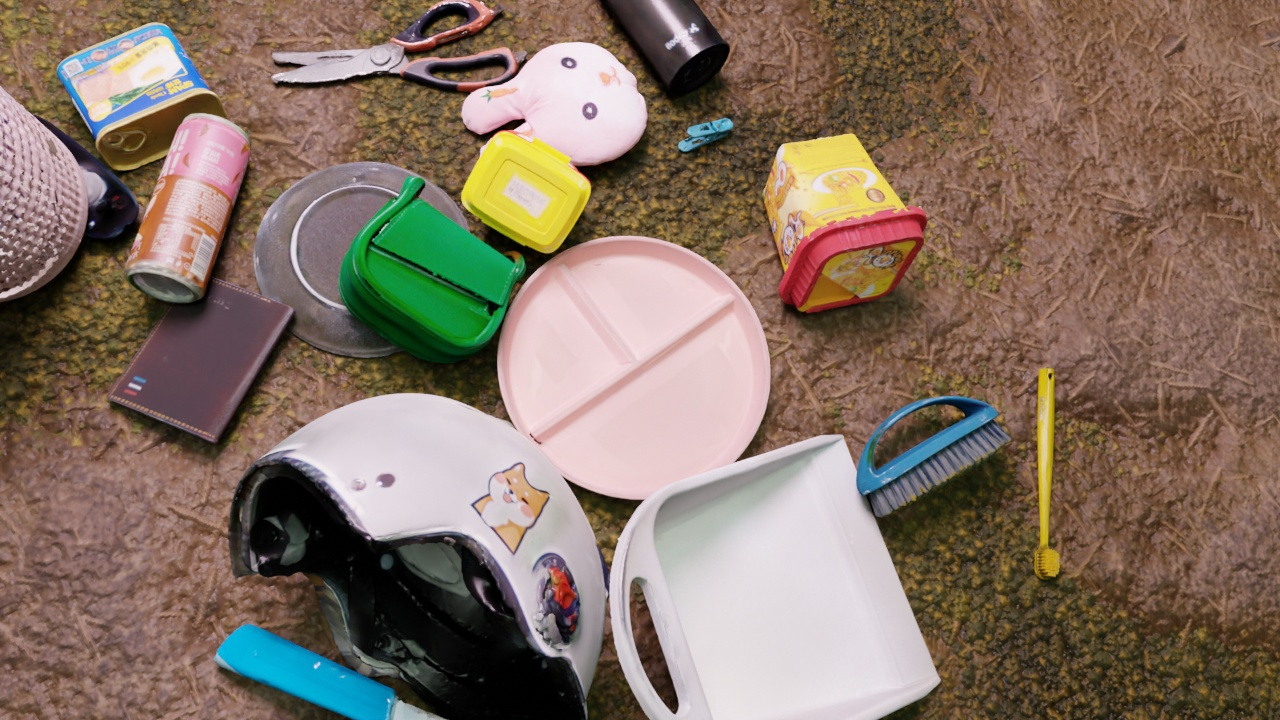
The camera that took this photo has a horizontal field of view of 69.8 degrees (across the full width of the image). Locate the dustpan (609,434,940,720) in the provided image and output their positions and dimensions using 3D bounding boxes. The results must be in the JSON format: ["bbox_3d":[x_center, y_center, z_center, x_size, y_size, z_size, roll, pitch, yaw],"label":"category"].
[{"bbox_3d":[0.098,0.177,0.674,0.257,0.143,0.222,-16,76,-13],"label":"dustpan"}]

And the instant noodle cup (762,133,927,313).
[{"bbox_3d":[0.168,-0.123,0.801,0.116,0.116,0.123,-11,64,-13],"label":"instant noodle cup"}]

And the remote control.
[{"bbox_3d":[-0.463,-0.147,0.743,0.136,0.024,0.053,40,74,4],"label":"remote control"}]

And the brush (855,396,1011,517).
[{"bbox_3d":[0.240,0.072,0.774,0.143,0.055,0.073,-28,80,-17],"label":"brush"}]

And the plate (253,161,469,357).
[{"bbox_3d":[-0.230,-0.091,0.765,0.179,0.024,0.179,3,72,-8],"label":"plate"}]

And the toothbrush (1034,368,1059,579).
[{"bbox_3d":[0.358,0.096,0.806,0.015,0.017,0.189,12,71,-7],"label":"toothbrush"}]

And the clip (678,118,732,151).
[{"bbox_3d":[0.062,-0.211,0.853,0.055,0.038,0.013,-22,78,-26],"label":"clip"}]

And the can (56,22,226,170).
[{"bbox_3d":[-0.412,-0.219,0.758,0.102,0.057,0.083,-31,77,-18],"label":"can"}]

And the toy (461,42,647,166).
[{"bbox_3d":[-0.075,-0.220,0.819,0.159,0.054,0.121,-23,77,-7],"label":"toy"}]

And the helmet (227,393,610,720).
[{"bbox_3d":[-0.125,0.126,0.621,0.274,0.231,0.156,46,48,-18],"label":"helmet"}]

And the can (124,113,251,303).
[{"bbox_3d":[-0.357,-0.121,0.728,0.058,0.058,0.147,9,65,-7],"label":"can"}]

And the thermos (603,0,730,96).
[{"bbox_3d":[-0.020,-0.358,0.870,0.090,0.068,0.242,-38,78,14],"label":"thermos"}]

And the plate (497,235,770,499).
[{"bbox_3d":[-0.005,0.004,0.770,0.229,0.028,0.229,3,71,-9],"label":"plate"}]

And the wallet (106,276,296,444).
[{"bbox_3d":[-0.342,-0.005,0.718,0.096,0.020,0.122,22,70,7],"label":"wallet"}]

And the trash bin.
[{"bbox_3d":[-0.503,-0.126,0.627,0.227,0.192,0.227,0,84,-2],"label":"trash bin"}]

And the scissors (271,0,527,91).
[{"bbox_3d":[-0.219,-0.285,0.834,0.202,0.015,0.204,30,71,1],"label":"scissors"}]

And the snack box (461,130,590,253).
[{"bbox_3d":[-0.093,-0.147,0.763,0.091,0.080,0.082,29,109,-16],"label":"snack box"}]

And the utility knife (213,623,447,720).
[{"bbox_3d":[-0.200,0.232,0.635,0.216,0.018,0.034,16,65,16],"label":"utility knife"}]

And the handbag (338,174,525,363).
[{"bbox_3d":[-0.164,-0.068,0.731,0.131,0.068,0.120,36,61,-18],"label":"handbag"}]
